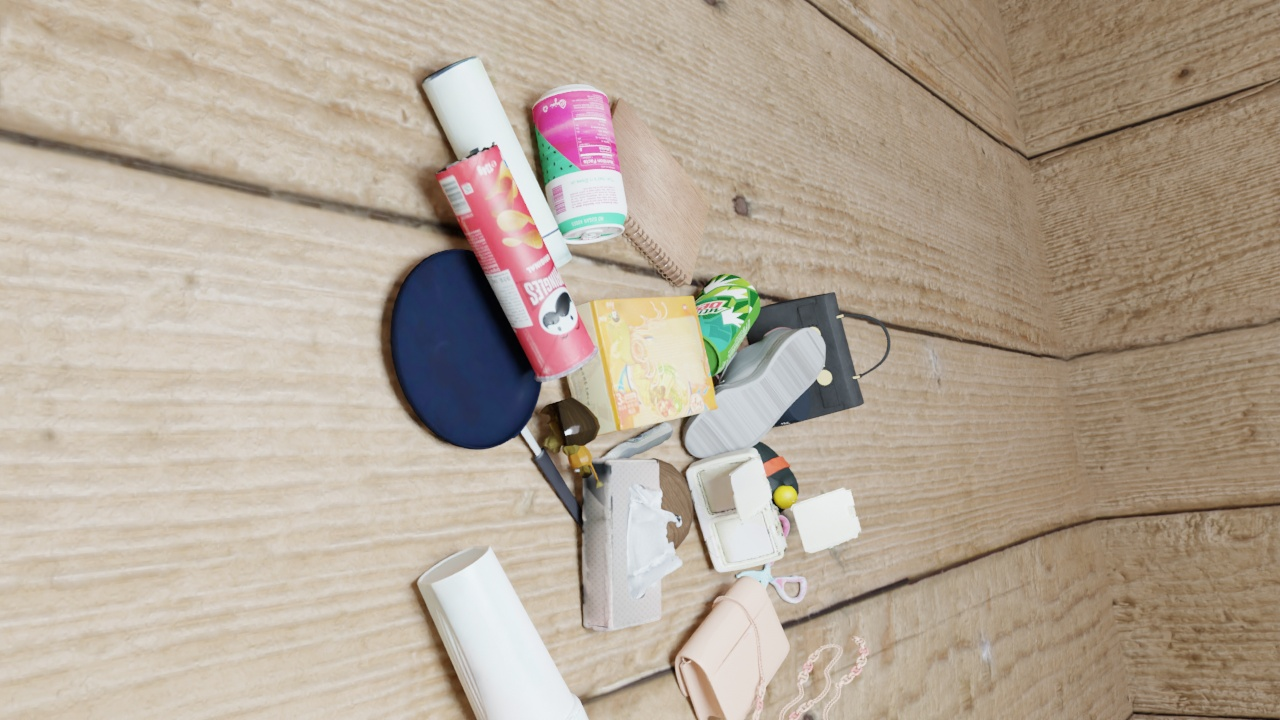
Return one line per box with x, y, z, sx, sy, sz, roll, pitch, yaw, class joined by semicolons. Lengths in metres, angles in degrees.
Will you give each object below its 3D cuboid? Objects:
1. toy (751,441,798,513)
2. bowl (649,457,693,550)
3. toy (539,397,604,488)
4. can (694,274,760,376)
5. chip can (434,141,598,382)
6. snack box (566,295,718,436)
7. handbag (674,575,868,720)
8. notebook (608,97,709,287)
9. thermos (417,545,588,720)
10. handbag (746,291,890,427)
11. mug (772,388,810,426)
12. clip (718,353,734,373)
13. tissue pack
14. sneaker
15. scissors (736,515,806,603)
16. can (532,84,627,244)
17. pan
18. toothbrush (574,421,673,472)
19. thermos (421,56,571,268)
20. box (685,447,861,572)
0.152;0.153;1.212;0.119;0.098;0.099;59;19;15;toy
0.030;0.173;1.099;0.117;0.030;0.117;19;64;-47;bowl
-0.067;0.088;0.955;0.076;0.062;0.100;98;-31;-84;toy
0.096;-0.045;1.206;0.083;0.083;0.143;59;41;-21;can
-0.122;-0.096;0.913;0.072;0.073;0.233;-47;119;-47;chip can
-0.006;0.006;1.063;0.194;0.081;0.145;-8;84;-53;snack box
0.160;0.341;1.082;0.198;0.188;0.117;-38;116;-45;handbag
0.012;-0.214;1.203;0.210;0.022;0.168;42;48;-36;notebook
-0.120;0.278;0.832;0.099;0.100;0.220;-32;101;-51;thermos
0.266;-0.010;1.316;0.072;0.196;0.176;-18;94;-52;handbag
0.180;0.063;1.283;0.104;0.078;0.071;-38;109;-50;mug
0.135;0.006;1.290;0.076;0.023;0.047;8;75;-48;clip
-0.010;0.197;0.999;0.103;0.071;0.181;7;78;-48;tissue pack
0.137;0.039;1.217;0.235;0.089;0.099;-39;109;-15;sneaker
0.188;0.303;1.272;0.159;0.014;0.172;58;41;-22;scissors
-0.068;-0.223;1.048;0.088;0.088;0.166;-4;82;-52;can
-0.134;0.052;0.938;0.356;0.021;0.198;61;38;-24;pan
-0.019;0.104;1.063;0.185;0.022;0.024;-18;107;-53;toothbrush
-0.148;-0.195;0.959;0.067;0.068;0.230;-40;111;-49;thermos
0.155;0.178;1.102;0.101;0.194;0.143;-31;103;-75;box
